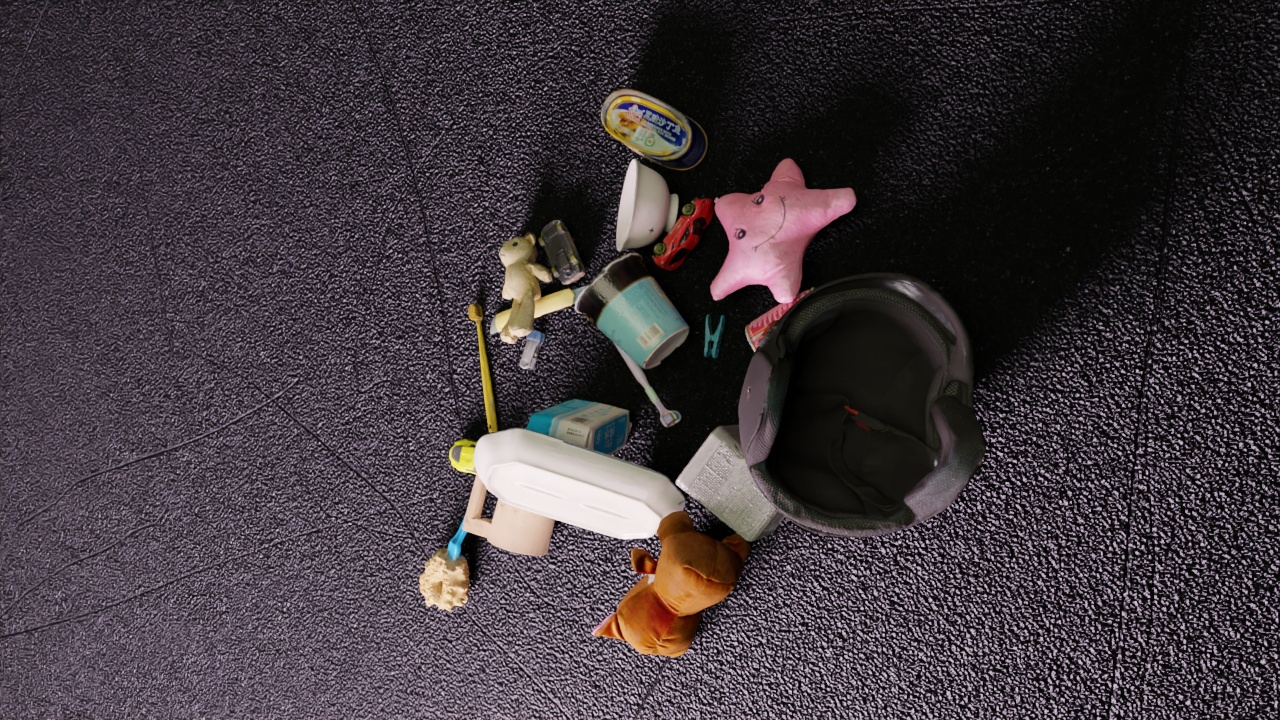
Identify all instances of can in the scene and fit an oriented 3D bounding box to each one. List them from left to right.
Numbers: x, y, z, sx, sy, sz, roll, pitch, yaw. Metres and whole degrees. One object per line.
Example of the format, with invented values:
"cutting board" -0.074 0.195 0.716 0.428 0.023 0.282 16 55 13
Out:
"can" 0.016 -0.302 1.198 0.148 0.049 0.075 34 101 26
"can" 0.180 -0.037 1.079 0.094 0.066 0.066 -33 71 22

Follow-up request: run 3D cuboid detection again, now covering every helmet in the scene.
"helmet" 0.220 0.045 0.962 0.233 0.230 0.274 21 91 -2

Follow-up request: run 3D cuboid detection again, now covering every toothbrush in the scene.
"toothbrush" -0.227 0.010 1.320 0.016 0.016 0.190 -15 79 27
"toothbrush" -0.007 0.007 1.202 0.189 0.029 0.021 56 148 21

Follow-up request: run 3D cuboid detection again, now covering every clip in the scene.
"clip" -0.151 -0.014 1.283 0.025 0.033 0.057 14 85 26
"clip" 0.092 -0.030 1.155 0.040 0.014 0.056 5 89 29

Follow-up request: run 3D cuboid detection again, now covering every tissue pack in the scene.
"tissue pack" -0.079 0.094 1.168 0.090 0.139 0.063 11 104 24

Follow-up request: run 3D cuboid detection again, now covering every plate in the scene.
"plate" -0.079 0.160 1.117 0.265 0.162 0.034 19 53 -6

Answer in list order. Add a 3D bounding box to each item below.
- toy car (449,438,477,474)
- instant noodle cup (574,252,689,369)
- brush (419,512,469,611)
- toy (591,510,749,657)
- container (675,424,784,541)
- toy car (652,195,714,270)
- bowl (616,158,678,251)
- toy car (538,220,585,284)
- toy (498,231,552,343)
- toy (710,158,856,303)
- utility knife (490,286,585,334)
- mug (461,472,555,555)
"toy car" -0.226 0.140 1.301 0.105 0.032 0.048 9 90 27
"instant noodle cup" -0.004 -0.057 1.165 0.111 0.111 0.120 -46 76 17
"brush" -0.248 0.239 1.288 0.083 0.045 0.255 28 103 34
"toy" 0.037 0.276 1.103 0.140 0.130 0.200 23 112 -10
"container" 0.121 0.146 1.084 0.114 0.090 0.090 40 105 22
"toy car" 0.058 -0.161 1.164 0.031 0.049 0.106 41 104 24
"bowl" 0.012 -0.194 1.175 0.064 0.118 0.118 7 89 -10
"toy car" -0.107 -0.149 1.259 0.042 0.035 0.090 -31 72 21
"toy" -0.168 -0.099 1.263 0.105 0.066 0.157 -26 56 49
"toy" 0.147 -0.152 1.100 0.178 0.074 0.194 35 93 40
"utility knife" -0.131 -0.076 1.274 0.208 0.021 0.031 -18 75 33
"mug" -0.171 0.194 1.233 0.125 0.084 0.103 15 91 14
